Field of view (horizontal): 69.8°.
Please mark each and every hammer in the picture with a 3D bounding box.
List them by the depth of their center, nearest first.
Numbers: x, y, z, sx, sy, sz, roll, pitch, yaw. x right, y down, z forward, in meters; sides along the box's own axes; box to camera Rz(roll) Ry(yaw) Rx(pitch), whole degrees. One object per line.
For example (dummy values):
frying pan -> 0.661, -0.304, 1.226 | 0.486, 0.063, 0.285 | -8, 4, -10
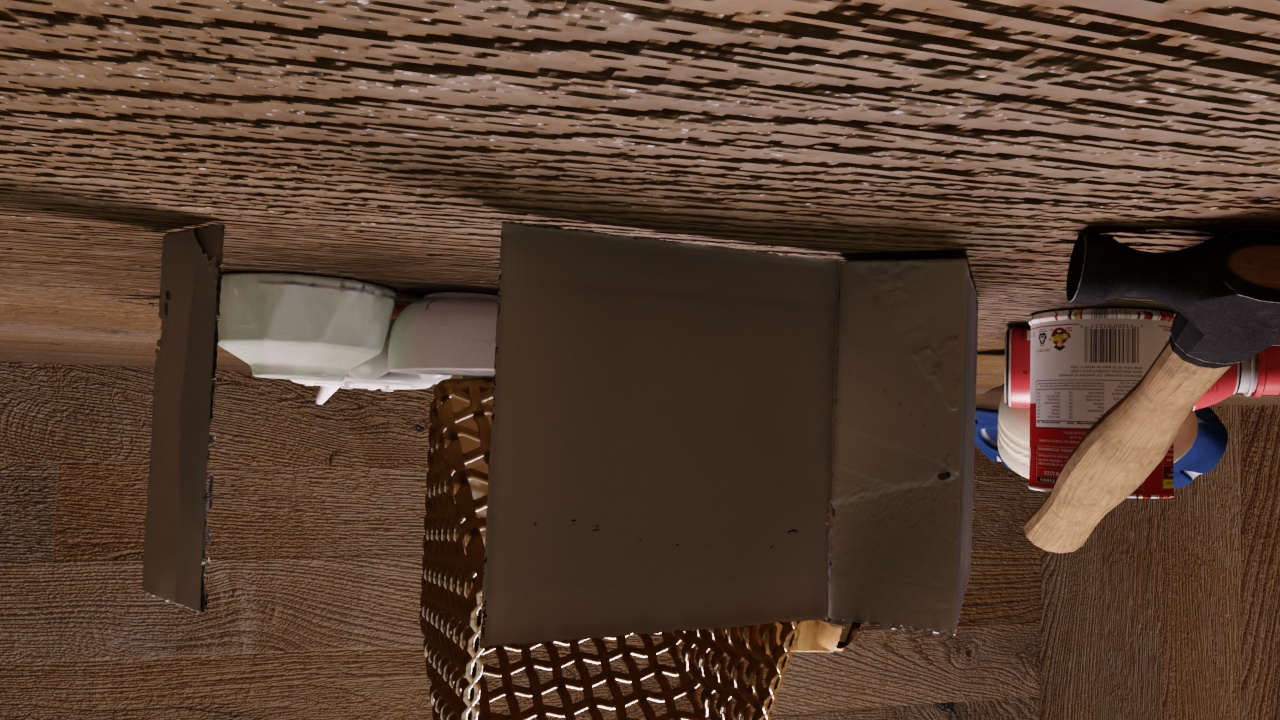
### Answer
hammer -> 0.250, 0.040, 0.457 | 0.132, 0.040, 0.306 | 8, 153, 13

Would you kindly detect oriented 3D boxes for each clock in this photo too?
clock -> -0.243, 0.002, 0.810 | 0.161, 0.073, 0.125 | -3, 173, 43

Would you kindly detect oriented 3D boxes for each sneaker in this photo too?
sneaker -> 0.441, 0.040, 0.884 | 0.132, 0.103, 0.270 | -43, -164, -17

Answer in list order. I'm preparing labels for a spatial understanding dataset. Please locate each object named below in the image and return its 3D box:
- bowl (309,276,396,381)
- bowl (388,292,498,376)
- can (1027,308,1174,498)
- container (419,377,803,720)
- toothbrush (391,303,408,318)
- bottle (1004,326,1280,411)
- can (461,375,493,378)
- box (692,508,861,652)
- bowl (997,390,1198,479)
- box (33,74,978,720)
bowl -> -0.217, -0.018, 0.589 | 0.117, 0.061, 0.117 | 2, 176, 0
bowl -> -0.118, -0.017, 0.623 | 0.105, 0.054, 0.105 | 0, 177, 0
can -> 0.303, 0.028, 0.604 | 0.086, 0.116, 0.086 | 2, 177, 0
container -> -0.038, 0.170, 0.678 | 0.219, 0.252, 0.214 | -1, -148, -19
toothbrush -> -0.174, -0.036, 0.671 | 0.184, 0.015, 0.016 | 4, 173, -19
bottle -> 0.359, 0.006, 0.664 | 0.177, 0.062, 0.062 | 1, 177, 23
can -> -0.106, 0.010, 0.780 | 0.087, 0.087, 0.140 | 3, 177, -13
box -> 0.110, 0.122, 0.895 | 0.167, 0.279, 0.246 | 17, 168, -37
bowl -> 0.363, 0.029, 0.748 | 0.151, 0.075, 0.150 | -20, -158, 8
box -> 0.035, 0.032, 0.368 | 0.119, 0.166, 0.477 | 0, 177, 44
